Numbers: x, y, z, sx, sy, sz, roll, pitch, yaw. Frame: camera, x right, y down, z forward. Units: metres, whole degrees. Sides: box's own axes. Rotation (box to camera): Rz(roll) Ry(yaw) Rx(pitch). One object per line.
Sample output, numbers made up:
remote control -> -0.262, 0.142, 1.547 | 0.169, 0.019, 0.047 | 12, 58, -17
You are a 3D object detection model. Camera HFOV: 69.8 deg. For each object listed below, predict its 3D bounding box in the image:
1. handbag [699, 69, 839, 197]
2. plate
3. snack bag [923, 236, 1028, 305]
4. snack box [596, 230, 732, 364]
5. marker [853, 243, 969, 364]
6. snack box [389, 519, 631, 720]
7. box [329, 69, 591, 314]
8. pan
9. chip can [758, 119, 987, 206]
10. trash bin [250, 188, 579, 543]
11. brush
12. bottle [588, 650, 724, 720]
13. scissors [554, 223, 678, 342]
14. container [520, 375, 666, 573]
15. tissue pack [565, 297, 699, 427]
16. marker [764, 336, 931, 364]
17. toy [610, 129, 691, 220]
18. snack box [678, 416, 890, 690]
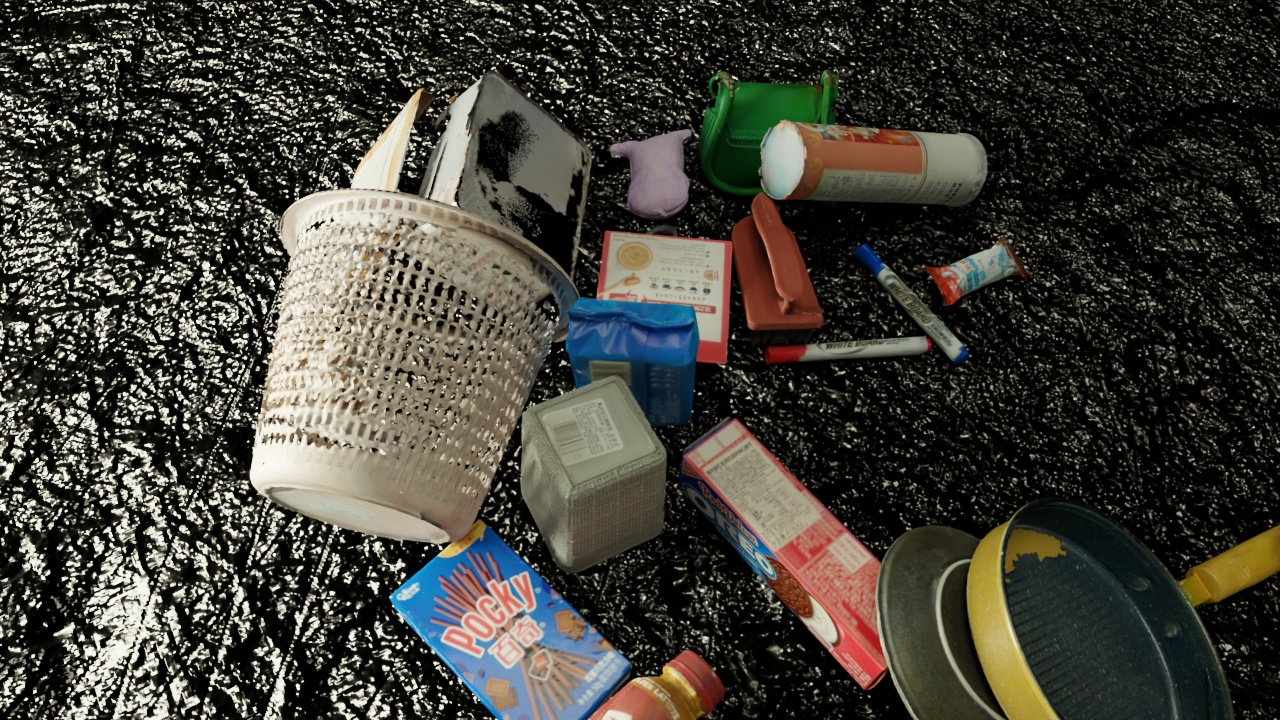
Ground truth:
handbag -> 0.122, -0.221, 0.881 | 0.131, 0.120, 0.067 | 0, 49, -1
plate -> 0.230, 0.189, 0.607 | 0.179, 0.024, 0.179 | 21, 49, -25
snack bag -> 0.311, -0.083, 0.851 | 0.104, 0.026, 0.048 | -18, 70, -15
snack box -> 0.019, -0.045, 0.786 | 0.113, 0.044, 0.126 | 6, 60, 1
marker -> 0.244, -0.053, 0.831 | 0.016, 0.017, 0.145 | -24, 60, -19
snack box -> -0.091, 0.190, 0.635 | 0.157, 0.026, 0.084 | 38, 62, 21
box -> -0.170, -0.126, 0.824 | 0.157, 0.193, 0.182 | 33, 46, -33
pan -> 0.372, 0.168, 0.639 | 0.356, 0.078, 0.197 | -9, 64, -37
chip can -> 0.217, -0.180, 0.850 | 0.214, 0.071, 0.071 | -4, 53, -26
trash bin -> -0.172, 0.019, 0.655 | 0.227, 0.228, 0.191 | 10, 67, 4
brush -> 0.115, -0.083, 0.805 | 0.063, 0.069, 0.145 | -2, 47, -5
bottle -> -0.021, 0.254, 0.575 | 0.174, 0.058, 0.057 | -36, 64, -25
scissors -> 0.004, -0.061, 0.826 | 0.170, 0.014, 0.159 | -1, 55, -2
container -> -0.034, 0.080, 0.662 | 0.090, 0.114, 0.090 | -22, 59, -18
tissue pack -> -0.004, 0.004, 0.694 | 0.095, 0.157, 0.052 | 4, 62, 4
marker -> 0.181, -0.009, 0.797 | 0.145, 0.017, 0.017 | -4, 55, -5
toy -> 0.013, -0.181, 0.896 | 0.084, 0.039, 0.107 | -10, 59, 8
snack box -> 0.114, 0.135, 0.667 | 0.058, 0.057, 0.207 | -34, 63, -21
